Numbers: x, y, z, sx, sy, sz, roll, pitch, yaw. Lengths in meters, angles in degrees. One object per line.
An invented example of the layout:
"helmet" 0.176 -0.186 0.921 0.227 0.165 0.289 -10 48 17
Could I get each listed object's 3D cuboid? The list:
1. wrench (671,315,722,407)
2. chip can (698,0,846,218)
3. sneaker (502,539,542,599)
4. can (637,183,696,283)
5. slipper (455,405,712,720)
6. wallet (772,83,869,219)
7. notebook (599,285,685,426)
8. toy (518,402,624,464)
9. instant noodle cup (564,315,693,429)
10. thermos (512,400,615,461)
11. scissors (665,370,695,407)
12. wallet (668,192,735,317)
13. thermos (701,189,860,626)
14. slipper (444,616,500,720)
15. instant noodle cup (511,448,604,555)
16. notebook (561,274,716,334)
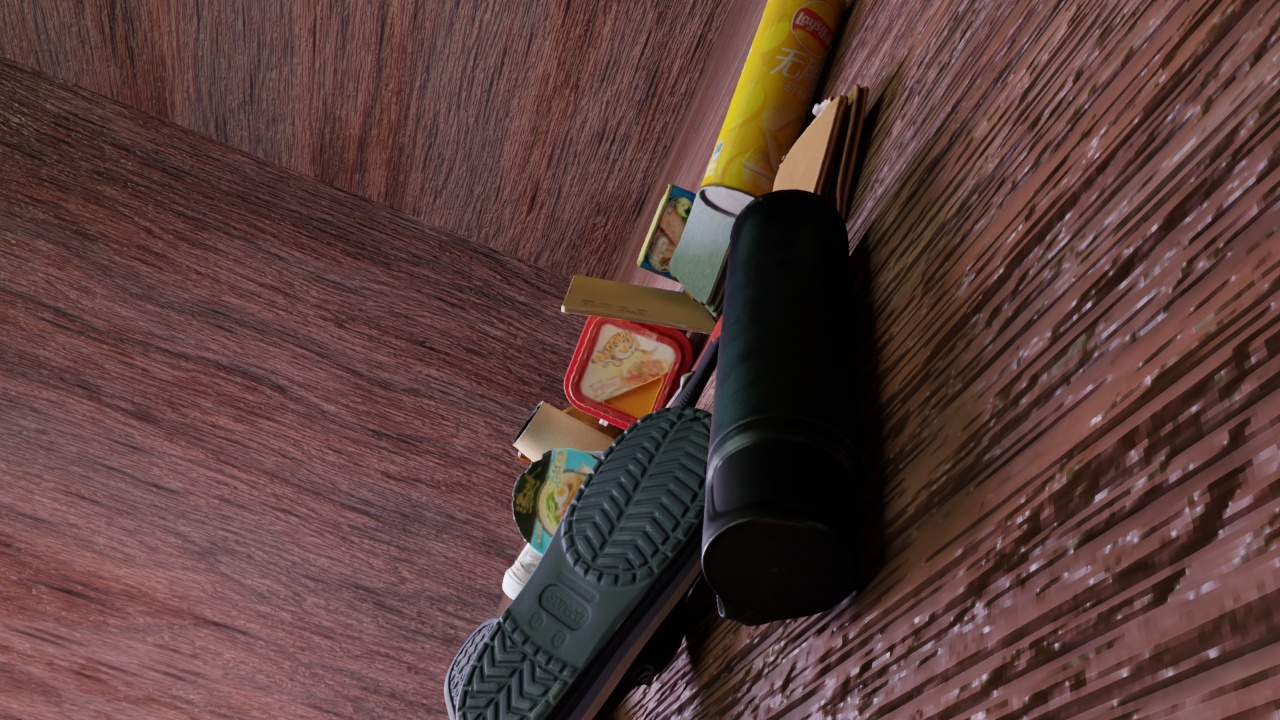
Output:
"wrench" 0.064 -0.016 0.808 0.056 0.016 0.274 -75 8 -58
"chip can" 0.118 -0.233 0.816 0.072 0.072 0.213 146 144 -80
"sneaker" -0.115 0.258 1.201 0.242 0.089 0.091 -51 -14 -88
"can" 0.052 -0.134 1.011 0.057 0.083 0.102 -93 25 -77
"slipper" -0.008 0.144 0.565 0.105 0.095 0.252 14 59 43
"wallet" 0.114 -0.116 0.633 0.132 0.031 0.107 132 156 -73
"notebook" 0.016 -0.024 1.151 0.150 0.012 0.210 -55 -4 -43
"toy" -0.093 0.128 1.202 0.131 0.140 0.199 -50 6 15
"instant noodle cup" -0.006 0.006 0.974 0.124 0.117 0.116 -31 -36 -79
"thermos" -0.070 0.111 1.042 0.093 0.143 0.093 -54 9 12
"scissors" -0.011 0.088 0.734 0.189 0.015 0.223 -53 -7 0
"wallet" 0.072 -0.110 0.920 0.129 0.037 0.107 -119 47 -62
"thermos" 0.063 0.012 0.443 0.090 0.068 0.241 -59 11 39
"slipper" -0.079 0.294 0.713 0.110 0.083 0.268 -50 26 -5
"instant noodle cup" -0.058 0.139 0.938 0.111 0.111 0.120 -68 -13 6
"notebook" -0.001 -0.059 0.931 0.207 0.148 0.008 -96 15 -77
